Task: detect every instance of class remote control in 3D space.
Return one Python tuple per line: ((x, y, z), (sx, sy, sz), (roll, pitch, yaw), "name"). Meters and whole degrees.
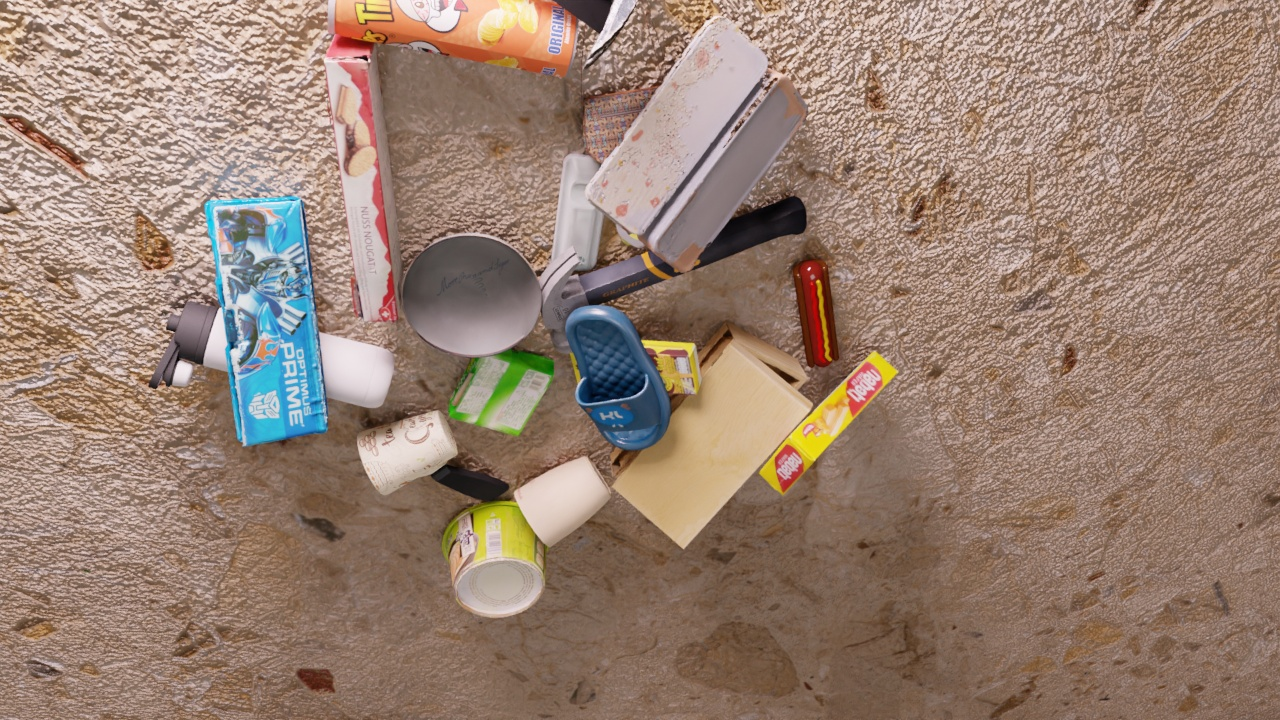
((-0.213, 0.155, 1.155), (0.039, 0.010, 0.124), (-35, 148, 14), "remote control")
((-0.063, -0.154, 0.974), (0.050, 0.022, 0.134), (2, 126, -13), "remote control")

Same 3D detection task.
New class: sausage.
((0.211, -0.054, 1.098), (0.040, 0.040, 0.156), (-17, 128, 0), "sausage")

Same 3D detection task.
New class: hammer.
((-0.155, -0.350, 0.771), (0.326, 0.036, 0.140), (12, 81, -13), "hammer")
((0.035, -0.106, 1.013), (0.312, 0.035, 0.139), (-20, 145, -2), "hammer")

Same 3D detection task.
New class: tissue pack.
((-0.167, 0.034, 1.087), (0.099, 0.034, 0.114), (19, 120, -27), "tissue pack")

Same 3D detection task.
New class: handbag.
((-0.020, -0.288, 0.884), (0.093, 0.043, 0.196), (-9, 119, -1), "handbag")

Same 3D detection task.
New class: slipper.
((-0.026, 0.028, 1.032), (0.104, 0.059, 0.214), (0, 132, 18), "slipper")

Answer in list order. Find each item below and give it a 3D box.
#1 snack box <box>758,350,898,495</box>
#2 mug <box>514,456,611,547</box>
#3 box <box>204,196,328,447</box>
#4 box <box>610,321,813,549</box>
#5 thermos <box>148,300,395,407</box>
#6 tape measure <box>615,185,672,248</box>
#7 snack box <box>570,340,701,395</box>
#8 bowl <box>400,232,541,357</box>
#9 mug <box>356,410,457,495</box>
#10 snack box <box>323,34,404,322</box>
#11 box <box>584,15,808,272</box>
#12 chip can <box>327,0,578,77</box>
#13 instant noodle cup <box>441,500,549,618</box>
((0.228, 0.073, 1.105), (0.200, 0.042, 0.092), (-38, 165, -36), "snack box")
((-0.093, 0.181, 1.193), (0.104, 0.085, 0.111), (-33, 155, 0), "mug")
((-0.370, -0.037, 0.914), (0.090, 0.066, 0.243), (-6, 105, -15), "box")
((0.083, 0.089, 1.134), (0.141, 0.148, 0.249), (30, 114, -17), "box")
((-0.391, 0.009, 0.988), (0.229, 0.069, 0.101), (16, 85, -21), "thermos")
((0.002, -0.157, 0.989), (0.064, 0.016, 0.065), (-25, 128, 7), "tape measure")
((-0.006, 0.006, 1.066), (0.149, 0.025, 0.061), (4, 130, 19), "snack box")
((-0.180, -0.079, 0.983), (0.150, 0.056, 0.151), (-4, 126, -6), "bowl")
((-0.272, 0.115, 1.112), (0.097, 0.081, 0.122), (-23, 149, -4), "mug")
((-0.265, -0.168, 0.888), (0.044, 0.076, 0.273), (-1, 127, -8), "snack box")
((0.058, -0.207, 0.902), (0.157, 0.063, 0.216), (36, 95, -30), "box")
((-0.164, -0.302, 0.815), (0.210, 0.062, 0.062), (6, 125, -16), "chip can")
((-0.189, 0.268, 1.219), (0.146, 0.097, 0.146), (-6, 128, -8), "instant noodle cup")
